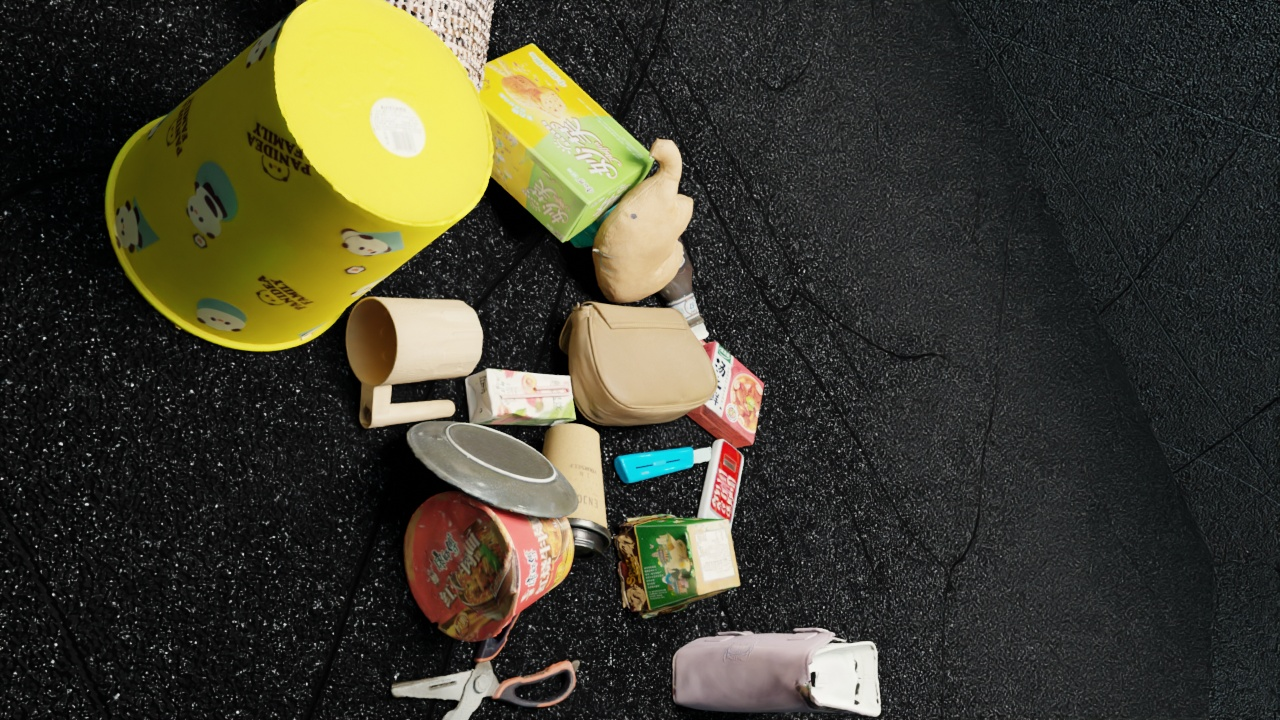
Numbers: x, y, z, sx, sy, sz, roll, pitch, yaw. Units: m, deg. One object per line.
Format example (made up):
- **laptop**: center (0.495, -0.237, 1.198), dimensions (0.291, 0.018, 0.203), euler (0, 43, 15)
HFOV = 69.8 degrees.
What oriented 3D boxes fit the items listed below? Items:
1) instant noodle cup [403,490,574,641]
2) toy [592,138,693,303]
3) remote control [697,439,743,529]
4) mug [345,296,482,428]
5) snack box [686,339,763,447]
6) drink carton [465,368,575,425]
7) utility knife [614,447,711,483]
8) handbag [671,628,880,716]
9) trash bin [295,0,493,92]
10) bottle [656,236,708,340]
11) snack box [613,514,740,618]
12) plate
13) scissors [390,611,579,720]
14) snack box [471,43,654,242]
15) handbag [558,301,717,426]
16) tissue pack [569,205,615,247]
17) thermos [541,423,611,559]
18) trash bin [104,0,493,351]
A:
- **instant noodle cup**: center (-0.139, 0.181, 0.869), dimensions (0.108, 0.138, 0.138), euler (-10, 83, -58)
- **toy**: center (0.003, -0.156, 1.096), dimensions (0.082, 0.226, 0.143), euler (40, 60, 19)
- **remote control**: center (0.107, 0.172, 1.220), dimensions (0.056, 0.020, 0.135), euler (41, 49, -31)
- **mug**: center (-0.219, 0.000, 0.891), dimensions (0.103, 0.084, 0.125), euler (-4, 103, -50)
- **snack box**: center (0.115, 0.038, 1.261), dimensions (0.113, 0.044, 0.126), euler (38, 50, -32)
- **drink carton**: center (-0.126, 0.041, 0.993), dimensions (0.122, 0.046, 0.053), euler (6, 70, -47)
- **utility knife**: center (0.035, 0.127, 1.160), dimensions (0.186, 0.018, 0.034), euler (-4, 77, -50)
- **handbag**: center (0.154, 0.362, 1.063), dimensions (0.144, 0.198, 0.098), euler (13, 68, -45)
- **trash bin**: center (-0.239, -0.316, 0.900), dimensions (0.227, 0.228, 0.192), euler (0, 88, -48)
- **bottle**: center (0.040, -0.116, 1.240), dimensions (0.079, 0.044, 0.195), euler (-27, 97, -48)
- **snack box**: center (0.050, 0.234, 1.067), dimensions (0.117, 0.106, 0.118), euler (3, 74, -48)
- **plate**: center (-0.136, 0.095, 0.880), dimensions (0.179, 0.179, 0.024), euler (16, 105, -44)
- **scissors**: center (-0.143, 0.306, 0.898), dimensions (0.189, 0.015, 0.226), euler (47, 47, -26)
- **snack box**: center (-0.108, -0.255, 1.060), dimensions (0.210, 0.070, 0.157), euler (43, 44, 2)
- **handbag**: center (-0.007, 0.006, 1.105), dimensions (0.204, 0.100, 0.147), euler (1, 67, -48)
- **tissue pack**: center (-0.062, -0.208, 1.157), dimensions (0.093, 0.050, 0.133), euler (54, 43, -14)
- **thermos**: center (-0.076, 0.144, 0.982), dimensions (0.093, 0.093, 0.143), euler (30, 48, -37)
- **trash bin**: center (-0.269, -0.151, 0.750), dimensions (0.229, 0.256, 0.229), euler (21, 60, -42)
